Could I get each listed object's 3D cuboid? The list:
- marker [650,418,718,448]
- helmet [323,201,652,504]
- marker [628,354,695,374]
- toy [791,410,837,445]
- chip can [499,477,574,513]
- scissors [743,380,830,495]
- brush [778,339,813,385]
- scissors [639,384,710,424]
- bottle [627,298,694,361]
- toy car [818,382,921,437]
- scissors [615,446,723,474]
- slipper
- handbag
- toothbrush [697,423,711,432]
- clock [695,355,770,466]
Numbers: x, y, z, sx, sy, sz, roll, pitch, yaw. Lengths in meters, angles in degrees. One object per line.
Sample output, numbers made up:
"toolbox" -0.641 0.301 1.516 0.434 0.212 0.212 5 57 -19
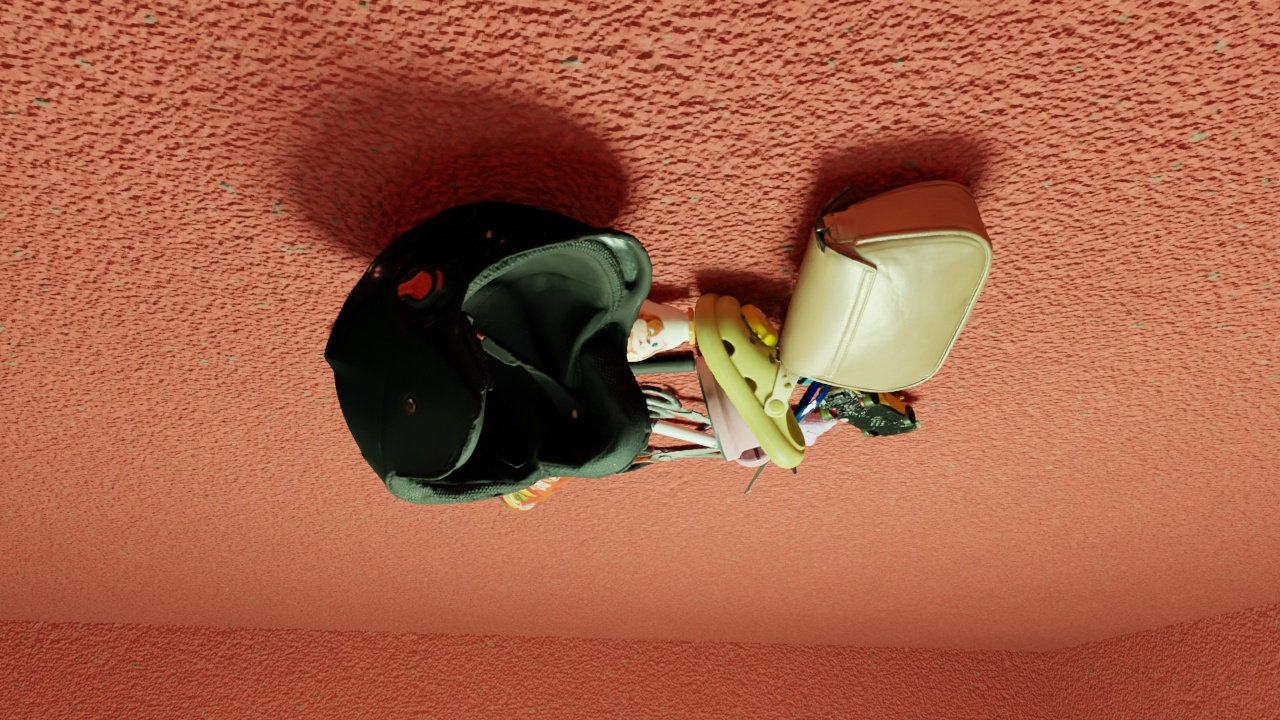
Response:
"marker" 0.070 0.098 1.188 0.130 0.018 0.023 16 165 -16
"helmet" -0.119 -0.012 0.728 0.275 0.230 0.233 -57 151 12
"marker" -0.006 0.006 1.005 0.132 0.020 0.022 -3 170 7
"toy" 0.181 0.084 1.151 0.108 0.038 0.084 4 152 -10
"chip can" -0.131 0.148 1.249 0.073 0.073 0.217 11 153 -24
"scissors" 0.160 0.078 1.044 0.012 0.173 0.162 34 178 -19
"brush" 0.180 -0.018 0.914 0.073 0.055 0.144 3 154 -6
"scissors" 0.068 0.065 1.101 0.175 0.014 0.137 3 149 17
"bottle" -0.002 -0.031 0.876 0.108 0.063 0.063 -2 155 3
"toy car" 0.271 0.057 1.090 0.155 0.041 0.071 24 145 -39
"scissors" 0.014 0.136 1.290 0.195 0.015 0.216 20 147 -36
"slipper" 0.121 0.011 0.873 0.082 0.190 0.091 -27 -167 15
"handbag" 0.198 -0.060 0.763 0.147 0.099 0.205 -1 141 -6
"toothbrush" 0.101 0.071 1.159 0.014 0.017 0.190 11 156 -21
"clock" 0.107 0.053 0.999 0.060 0.117 0.158 -16 151 7
